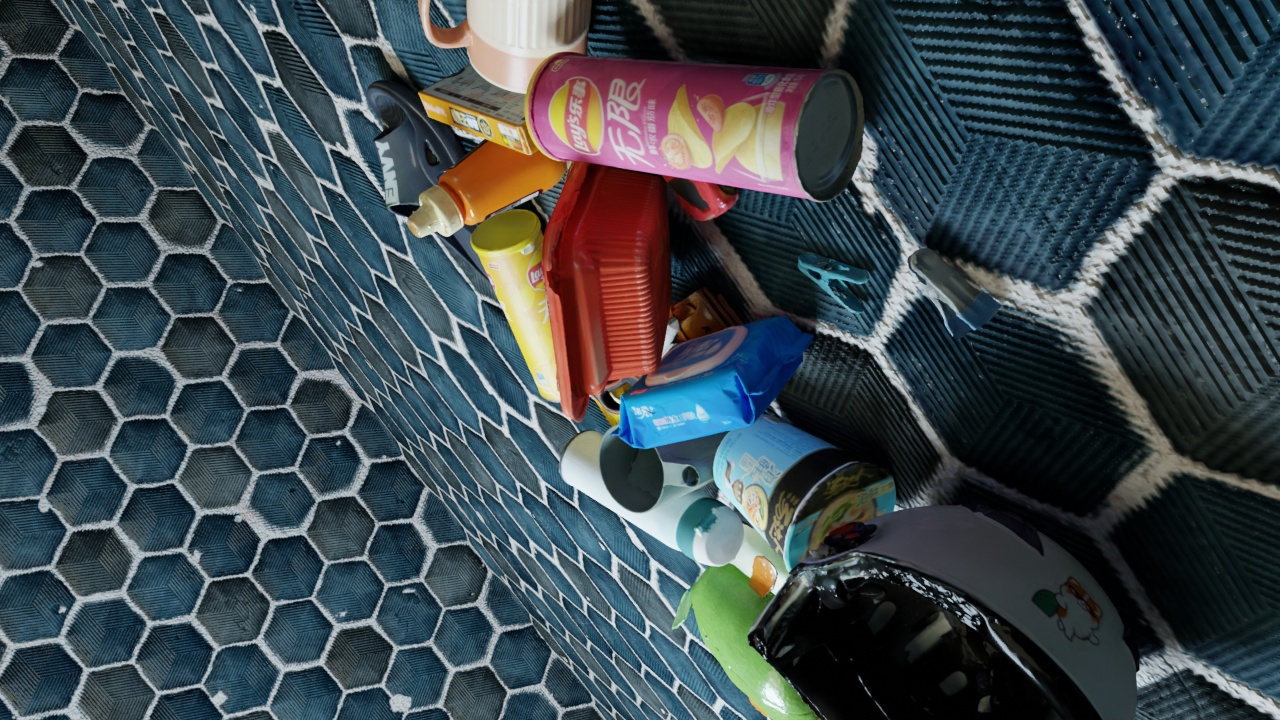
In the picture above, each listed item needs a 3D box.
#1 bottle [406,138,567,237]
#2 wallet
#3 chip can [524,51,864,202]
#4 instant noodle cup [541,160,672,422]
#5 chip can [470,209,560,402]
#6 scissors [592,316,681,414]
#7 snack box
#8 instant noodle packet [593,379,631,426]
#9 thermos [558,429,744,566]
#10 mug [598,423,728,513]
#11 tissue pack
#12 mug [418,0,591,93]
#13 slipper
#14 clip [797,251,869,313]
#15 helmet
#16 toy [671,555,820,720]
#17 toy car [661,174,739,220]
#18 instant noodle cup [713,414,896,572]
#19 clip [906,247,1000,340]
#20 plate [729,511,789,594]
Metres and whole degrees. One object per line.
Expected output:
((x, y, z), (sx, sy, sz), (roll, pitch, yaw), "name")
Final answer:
((-0.130, -0.148, 0.766), (0.067, 0.149, 0.067), (42, 156, 23), "bottle")
((0.054, -0.010, 0.787), (0.119, 0.035, 0.131), (50, 155, -4), "wallet")
((0.025, -0.143, 0.549), (0.211, 0.071, 0.071), (19, 142, 39), "chip can")
((-0.021, -0.064, 0.691), (0.079, 0.188, 0.165), (2, 130, 9), "instant noodle cup")
((-0.109, -0.054, 0.970), (0.072, 0.072, 0.213), (30, 150, 41), "chip can")
((-0.013, -0.007, 0.842), (0.206, 0.015, 0.202), (38, 147, 33), "scissors")
((-0.107, -0.207, 0.729), (0.154, 0.075, 0.026), (29, 149, 42), "snack box")
((0.002, 0.061, 0.968), (0.111, 0.044, 0.128), (19, 145, 42), "instant noodle packet")
((0.010, 0.142, 0.944), (0.224, 0.073, 0.073), (24, 145, 44), "thermos")
((0.039, 0.089, 0.845), (0.124, 0.103, 0.084), (1, 101, 43), "mug")
((0.048, 0.016, 0.694), (0.158, 0.094, 0.052), (-18, 110, 42), "tissue pack")
((-0.087, -0.241, 0.599), (0.106, 0.114, 0.081), (105, 151, -60), "mug")
((-0.221, -0.174, 0.989), (0.268, 0.083, 0.111), (57, 155, -16), "slipper")
((0.126, -0.056, 0.602), (0.054, 0.013, 0.033), (36, 152, 28), "clip")
((0.216, 0.189, 0.618), (0.230, 0.156, 0.275), (46, 145, 11), "helmet")
((0.124, 0.281, 0.894), (0.247, 0.089, 0.227), (40, 138, 50), "toy")
((0.026, -0.145, 0.633), (0.106, 0.031, 0.049), (58, 155, -10), "toy car")
((0.122, 0.104, 0.739), (0.120, 0.111, 0.111), (35, 154, 50), "instant noodle cup")
((0.174, -0.040, 0.521), (0.058, 0.026, 0.042), (49, 165, 6), "clip")
((0.155, 0.224, 0.932), (0.192, 0.039, 0.193), (41, 156, 23), "plate")
